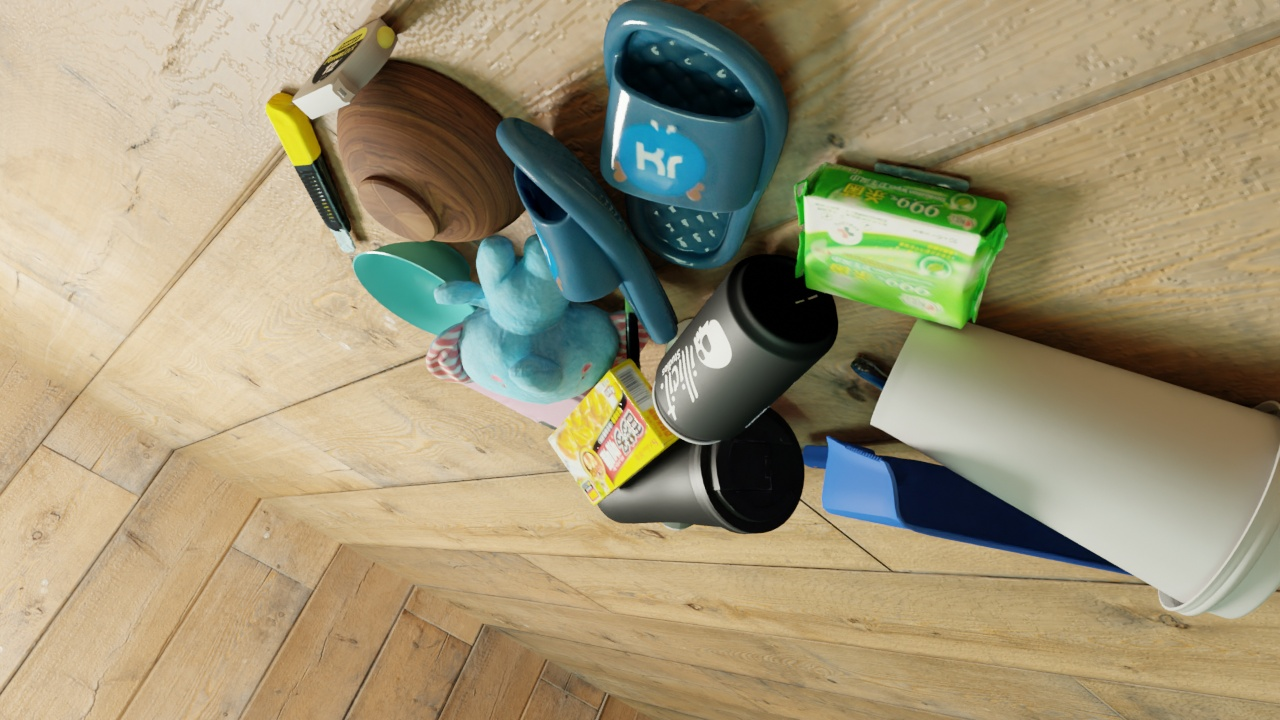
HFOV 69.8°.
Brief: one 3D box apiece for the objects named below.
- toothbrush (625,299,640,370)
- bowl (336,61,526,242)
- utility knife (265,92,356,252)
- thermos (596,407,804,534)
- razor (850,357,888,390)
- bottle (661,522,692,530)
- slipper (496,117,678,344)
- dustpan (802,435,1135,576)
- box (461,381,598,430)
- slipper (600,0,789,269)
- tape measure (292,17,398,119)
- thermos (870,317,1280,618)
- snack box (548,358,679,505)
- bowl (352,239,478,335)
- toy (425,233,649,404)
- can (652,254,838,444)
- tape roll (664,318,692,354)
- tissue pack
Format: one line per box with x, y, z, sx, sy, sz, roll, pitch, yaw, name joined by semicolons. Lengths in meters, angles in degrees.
-0.004;0.004;0.742;0.017;0.014;0.188;40;145;39;toothbrush
-0.153;-0.126;0.636;0.147;0.068;0.147;21;154;10;bowl
-0.266;-0.144;0.760;0.029;0.020;0.198;22;153;9;utility knife
0.040;0.103;0.811;0.106;0.105;0.219;36;153;-21;thermos
0.208;0.039;0.681;0.141;0.018;0.044;38;174;-20;razor
0.042;0.146;0.985;0.060;0.060;0.109;21;154;10;bottle
-0.037;-0.077;0.599;0.103;0.059;0.214;58;-175;37;slipper
0.205;0.101;0.695;0.245;0.059;0.258;14;171;-25;dustpan
-0.077;0.036;0.919;0.233;0.041;0.098;27;147;-4;box
0.026;-0.110;0.519;0.104;0.059;0.214;18;155;12;slipper
-0.180;-0.179;0.564;0.064;0.064;0.017;0;145;46;tape measure
0.259;0.049;0.548;0.222;0.131;0.132;26;156;18;thermos
-0.025;0.064;0.774;0.075;0.025;0.153;54;144;8;snack box
-0.181;-0.071;0.791;0.121;0.046;0.121;21;154;10;bowl
-0.082;-0.023;0.713;0.183;0.114;0.181;-4;149;-4;toy
0.067;-0.004;0.630;0.080;0.080;0.146;28;144;-6;can
0.066;0.001;0.736;0.094;0.019;0.094;20;154;10;tape roll
0.145;-0.066;0.524;0.114;0.034;0.100;18;155;19;tissue pack
